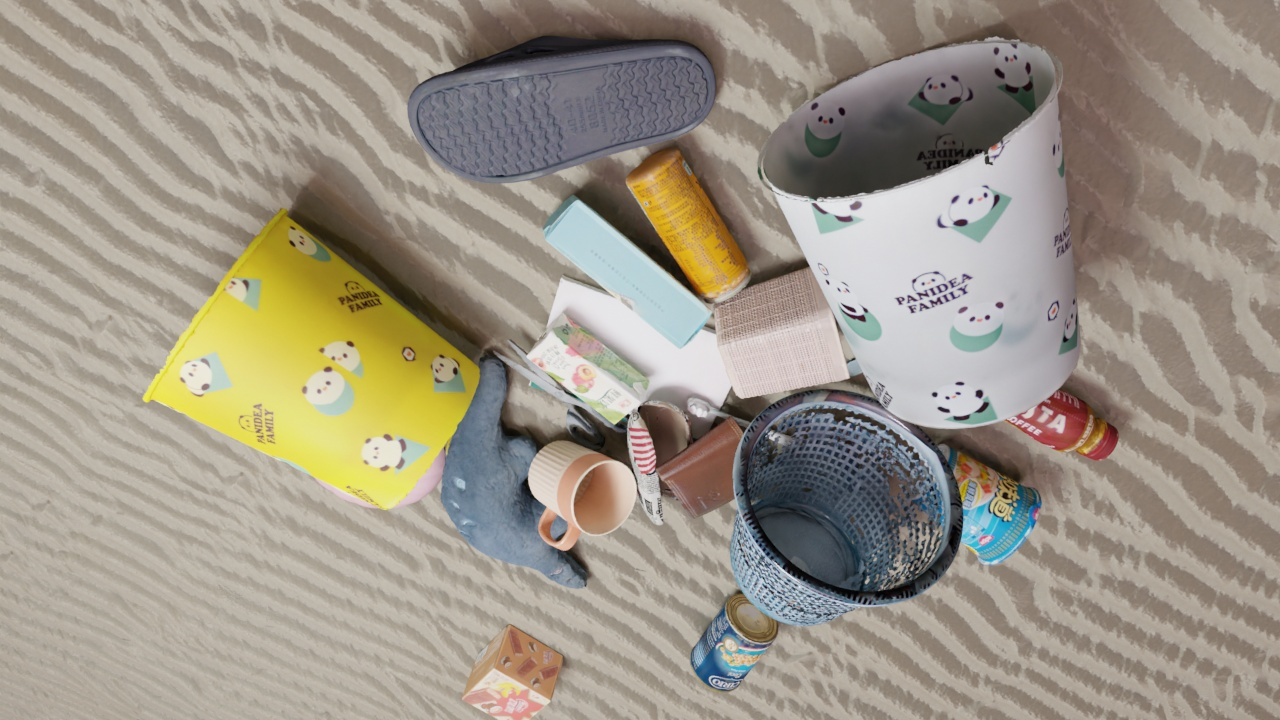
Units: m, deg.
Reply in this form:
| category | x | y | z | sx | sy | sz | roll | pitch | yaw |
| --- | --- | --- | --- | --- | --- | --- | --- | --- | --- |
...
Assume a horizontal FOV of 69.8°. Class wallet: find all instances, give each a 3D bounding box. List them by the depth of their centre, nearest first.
| category | x | y | z | sx | sy | sz | roll | pitch | yaw |
| --- | --- | --- | --- | --- | --- | --- | --- | --- | --- |
| wallet | 0.077 | 0.120 | 0.995 | 0.101 | 0.032 | 0.124 | -32 | 142 | 1 |

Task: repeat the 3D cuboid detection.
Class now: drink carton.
| category | x | y | z | sx | sy | sz | roll | pitch | yaw |
| --- | --- | --- | --- | --- | --- | --- | --- | --- | --- |
| drink carton | -0.054 | 0.008 | 0.970 | 0.122 | 0.045 | 0.054 | 37 | 129 | -12 |

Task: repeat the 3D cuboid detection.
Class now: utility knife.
| category | x | y | z | sx | sy | sz | roll | pitch | yaw |
| --- | --- | --- | --- | --- | --- | --- | --- | --- | --- |
| utility knife | 0.284 | -0.017 | 0.922 | 0.175 | 0.013 | 0.029 | -23 | 114 | 23 |

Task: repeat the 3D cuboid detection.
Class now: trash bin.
| category | x | y | z | sx | sy | sz | roll | pitch | yaw |
| --- | --- | --- | --- | --- | --- | --- | --- | --- | --- |
| trash bin | 0.248 | -0.095 | 0.762 | 0.230 | 0.229 | 0.252 | -16 | 123 | 20 |
| trash bin | -0.322 | 0.012 | 0.943 | 0.255 | 0.229 | 0.230 | 36 | 122 | -19 |
| trash bin | 0.185 | 0.173 | 0.952 | 0.226 | 0.226 | 0.195 | 16 | 146 | 0 |

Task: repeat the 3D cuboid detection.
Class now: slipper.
| category | x | y | z | sx | sy | sz | roll | pitch | yaw |
| --- | --- | --- | --- | --- | --- | --- | --- | --- | --- |
| slipper | -0.069 | -0.233 | 0.819 | 0.268 | 0.083 | 0.111 | -11 | 130 | -3 |

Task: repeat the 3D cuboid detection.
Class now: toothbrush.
| category | x | y | z | sx | sy | sz | roll | pitch | yaw |
| --- | --- | --- | --- | --- | --- | --- | --- | --- | --- |
| toothbrush | 0.133 | 0.079 | 1.003 | 0.180 | 0.016 | 0.016 | 22 | 128 | -11 |

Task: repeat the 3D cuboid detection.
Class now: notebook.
| category | x | y | z | sx | sy | sz | roll | pitch | yaw |
| --- | --- | --- | --- | --- | --- | --- | --- | --- | --- |
| notebook | -0.006 | 0.006 | 0.993 | 0.209 | 0.012 | 0.151 | 20 | 125 | -2 |

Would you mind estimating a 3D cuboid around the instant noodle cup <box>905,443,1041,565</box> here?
| category | x | y | z | sx | sy | sz | roll | pitch | yaw |
| --- | --- | --- | --- | --- | --- | --- | --- | --- | --- |
| instant noodle cup | 0.347 | 0.146 | 0.974 | 0.110 | 0.099 | 0.099 | 34 | 123 | -1 |

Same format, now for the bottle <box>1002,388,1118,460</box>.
| category | x | y | z | sx | sy | sz | roll | pitch | yaw |
| --- | --- | --- | --- | --- | --- | --- | --- | --- | --- |
| bottle | 0.391 | 0.046 | 0.915 | 0.175 | 0.057 | 0.058 | 26 | 124 | -6 |

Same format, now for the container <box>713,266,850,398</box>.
| category | x | y | z | sx | sy | sz | roll | pitch | yaw |
| --- | --- | --- | --- | --- | --- | --- | --- | --- | --- |
| container | 0.134 | -0.024 | 0.886 | 0.111 | 0.089 | 0.090 | -15 | 131 | 12 |

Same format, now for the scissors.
| category | x | y | z | sx | sy | sz | roll | pitch | yaw |
| --- | --- | --- | --- | --- | --- | --- | --- | --- | --- |
| scissors | -0.087 | 0.043 | 1.021 | 0.165 | 0.014 | 0.163 | 10 | 136 | 10 |

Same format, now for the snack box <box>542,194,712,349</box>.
| category | x | y | z | sx | sy | sz | roll | pitch | yaw |
| --- | --- | --- | --- | --- | --- | --- | --- | --- | --- |
| snack box | -0.014 | -0.086 | 0.890 | 0.175 | 0.074 | 0.051 | 39 | 95 | -14 |

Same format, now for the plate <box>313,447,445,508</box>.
| category | x | y | z | sx | sy | sz | roll | pitch | yaw |
| --- | --- | --- | --- | --- | --- | --- | --- | --- | --- |
| plate | -0.334 | 0.112 | 1.110 | 0.192 | 0.038 | 0.193 | 5 | 124 | 8 |

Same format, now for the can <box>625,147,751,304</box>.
| category | x | y | z | sx | sy | sz | roll | pitch | yaw |
| --- | --- | --- | --- | --- | --- | --- | --- | --- | --- |
| can | 0.047 | -0.126 | 0.869 | 0.058 | 0.058 | 0.146 | -24 | 115 | 24 |

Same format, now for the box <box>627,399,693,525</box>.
| category | x | y | z | sx | sy | sz | roll | pitch | yaw |
| --- | --- | --- | --- | --- | --- | --- | --- | --- | --- |
| box | 0.012 | 0.119 | 1.012 | 0.076 | 0.086 | 0.163 | 17 | 141 | 20 |

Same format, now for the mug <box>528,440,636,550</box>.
| category | x | y | z | sx | sy | sz | roll | pitch | yaw |
| --- | --- | --- | --- | --- | --- | --- | --- | --- | --- |
| mug | -0.074 | 0.152 | 1.021 | 0.081 | 0.106 | 0.114 | 33 | 81 | -34 |

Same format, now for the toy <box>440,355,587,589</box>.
| category | x | y | z | sx | sy | sz | roll | pitch | yaw |
| --- | --- | --- | --- | --- | --- | --- | --- | --- | --- |
| toy | -0.160 | 0.163 | 1.089 | 0.138 | 0.091 | 0.357 | -25 | 120 | -7 |

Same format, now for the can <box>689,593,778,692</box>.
| category | x | y | z | sx | sy | sz | roll | pitch | yaw |
| --- | --- | --- | --- | --- | --- | --- | --- | --- | --- |
| can | 0.118 | 0.357 | 1.161 | 0.075 | 0.075 | 0.111 | 24 | 123 | -5 |

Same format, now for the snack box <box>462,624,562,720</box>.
| category | x | y | z | sx | sy | sz | roll | pitch | yaw |
| --- | --- | --- | --- | --- | --- | --- | --- | --- | --- |
| snack box | -0.176 | 0.439 | 1.271 | 0.094 | 0.076 | 0.093 | 34 | 122 | -12 |
